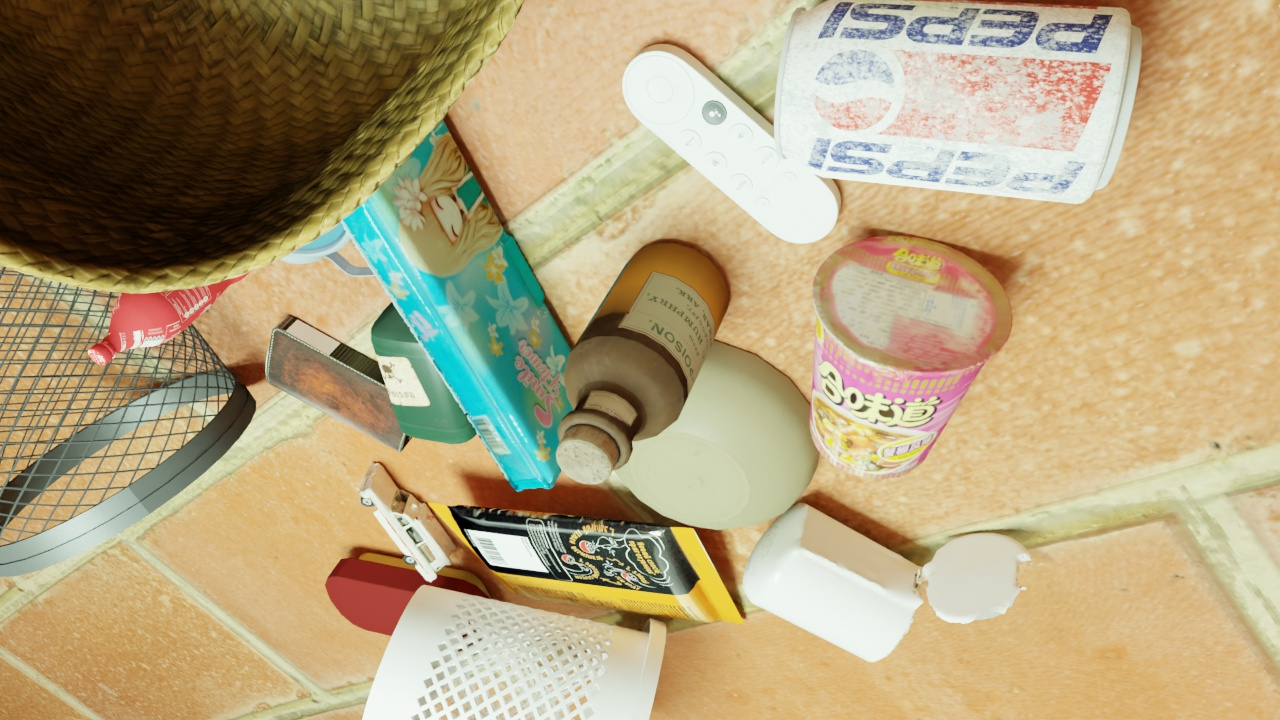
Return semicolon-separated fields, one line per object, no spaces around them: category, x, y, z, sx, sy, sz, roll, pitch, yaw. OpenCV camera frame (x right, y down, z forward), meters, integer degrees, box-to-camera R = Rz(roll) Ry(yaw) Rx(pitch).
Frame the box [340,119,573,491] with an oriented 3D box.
box;-0.101;-0.030;0.561;0.041;0.093;0.227;-9;124;28

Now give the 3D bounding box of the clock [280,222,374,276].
clock;-0.205;-0.114;0.558;0.122;0.075;0.162;-4;138;26

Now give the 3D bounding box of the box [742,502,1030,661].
box;0.156;0.138;0.601;0.140;0.083;0.142;29;129;-3

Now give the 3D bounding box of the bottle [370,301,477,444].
bottle;-0.141;-0.011;0.619;0.061;0.061;0.131;7;131;16

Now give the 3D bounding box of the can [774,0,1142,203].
can;0.132;-0.114;0.395;0.136;0.078;0.078;10;131;17

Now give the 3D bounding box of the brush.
brush;-0.211;0.225;0.866;0.174;0.041;0.082;5;130;21

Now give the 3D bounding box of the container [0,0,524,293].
container;-0.177;-0.206;0.327;0.307;0.196;0.307;-3;121;-6

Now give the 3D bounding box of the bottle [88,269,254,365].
bottle;-0.309;-0.045;0.610;0.042;0.141;0.042;13;132;14

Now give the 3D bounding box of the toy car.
toy car;-0.199;0.138;0.792;0.039;0.039;0.113;-19;120;11

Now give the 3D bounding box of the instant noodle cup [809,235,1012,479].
instant noodle cup;0.134;0.005;0.493;0.098;0.097;0.109;15;141;13

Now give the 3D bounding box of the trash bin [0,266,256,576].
trash bin;-0.442;-0.005;0.664;0.218;0.217;0.227;-9;120;30

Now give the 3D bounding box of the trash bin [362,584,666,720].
trash bin;-0.104;0.277;0.741;0.199;0.195;0.196;18;134;1

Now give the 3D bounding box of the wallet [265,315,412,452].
wallet;-0.232;0.021;0.716;0.123;0.019;0.072;28;134;0

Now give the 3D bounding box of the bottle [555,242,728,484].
bottle;-0.003;0.003;0.501;0.068;0.156;0.068;13;132;14

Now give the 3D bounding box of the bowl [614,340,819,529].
bowl;0.039;0.061;0.605;0.152;0.050;0.153;13;132;14

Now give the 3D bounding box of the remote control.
remote control;0.048;-0.112;0.480;0.136;0.013;0.043;38;133;-10

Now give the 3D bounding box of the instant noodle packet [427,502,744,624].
instant noodle packet;-0.040;0.163;0.730;0.221;0.032;0.160;1;142;24
